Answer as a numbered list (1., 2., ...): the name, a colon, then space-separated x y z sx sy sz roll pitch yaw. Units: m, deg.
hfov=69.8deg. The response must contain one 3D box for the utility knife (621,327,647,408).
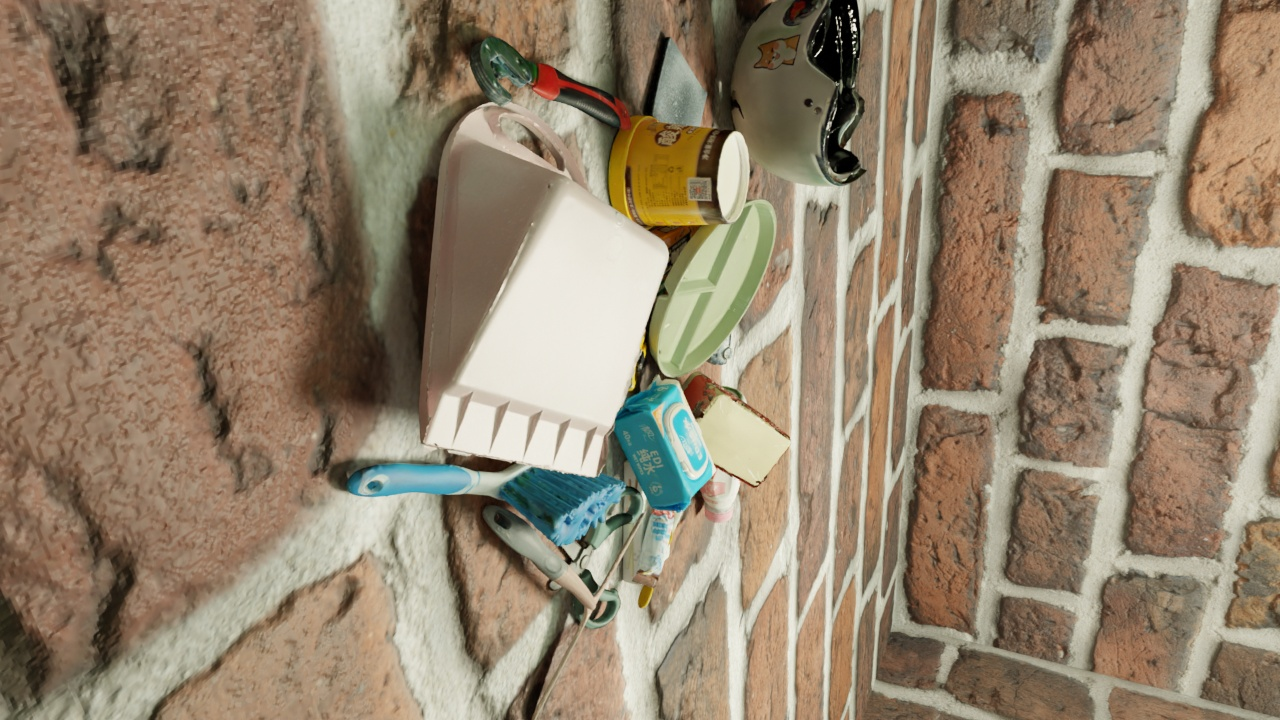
1. utility knife: -0.006 0.005 0.939 0.208 0.015 0.033 -74 163 -70

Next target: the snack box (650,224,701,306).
1. snack box: 0.040 -0.116 1.030 0.153 0.026 0.075 -30 129 -45

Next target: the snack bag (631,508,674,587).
1. snack bag: 0.019 0.210 1.063 0.048 0.026 0.104 31 69 -49

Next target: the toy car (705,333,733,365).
1. toy car: 0.100 -0.038 1.209 0.034 0.043 0.091 -6 111 -30

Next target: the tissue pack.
1. tissue pack: 0.028 0.092 1.023 0.089 0.063 0.140 -37 106 -58

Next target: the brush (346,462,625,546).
1. brush: -0.110 0.110 0.758 0.060 0.109 0.314 -58 165 10

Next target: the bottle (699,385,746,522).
1. bottle: 0.108 0.133 1.255 0.068 0.068 0.197 -47 142 -51

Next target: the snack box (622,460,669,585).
1. snack box: 0.009 0.180 1.097 0.084 0.027 0.157 -29 124 -60

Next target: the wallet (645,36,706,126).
1. wallet: 0.041 -0.287 1.027 0.121 0.019 0.097 37 62 -61

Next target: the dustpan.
1. dustpan: -0.091 -0.057 0.731 0.222 0.139 0.273 27 87 -57

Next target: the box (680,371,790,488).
1. box: 0.113 0.091 1.141 0.168 0.076 0.091 33 95 -40

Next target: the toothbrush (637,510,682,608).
1. toothbrush: 0.034 0.212 1.111 0.018 0.016 0.191 80 29 -57

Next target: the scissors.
1. scissors: -0.044 0.226 0.997 0.169 0.019 0.181 -36 131 -49

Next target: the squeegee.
1. squeegee: -0.081 0.203 0.876 0.247 0.040 0.250 -59 144 -23

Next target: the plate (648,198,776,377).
1. plate: 0.082 -0.085 1.060 0.229 0.027 0.231 -44 154 -28

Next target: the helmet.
1. helmet: 0.198 -0.352 1.181 0.230 0.157 0.273 37 53 -61

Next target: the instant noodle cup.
1. instant noodle cup: 0.043 -0.190 0.945 0.118 0.115 0.118 -31 126 -58

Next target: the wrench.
1. wrench: -0.068 -0.232 0.791 0.272 0.016 0.056 -17 86 -66
